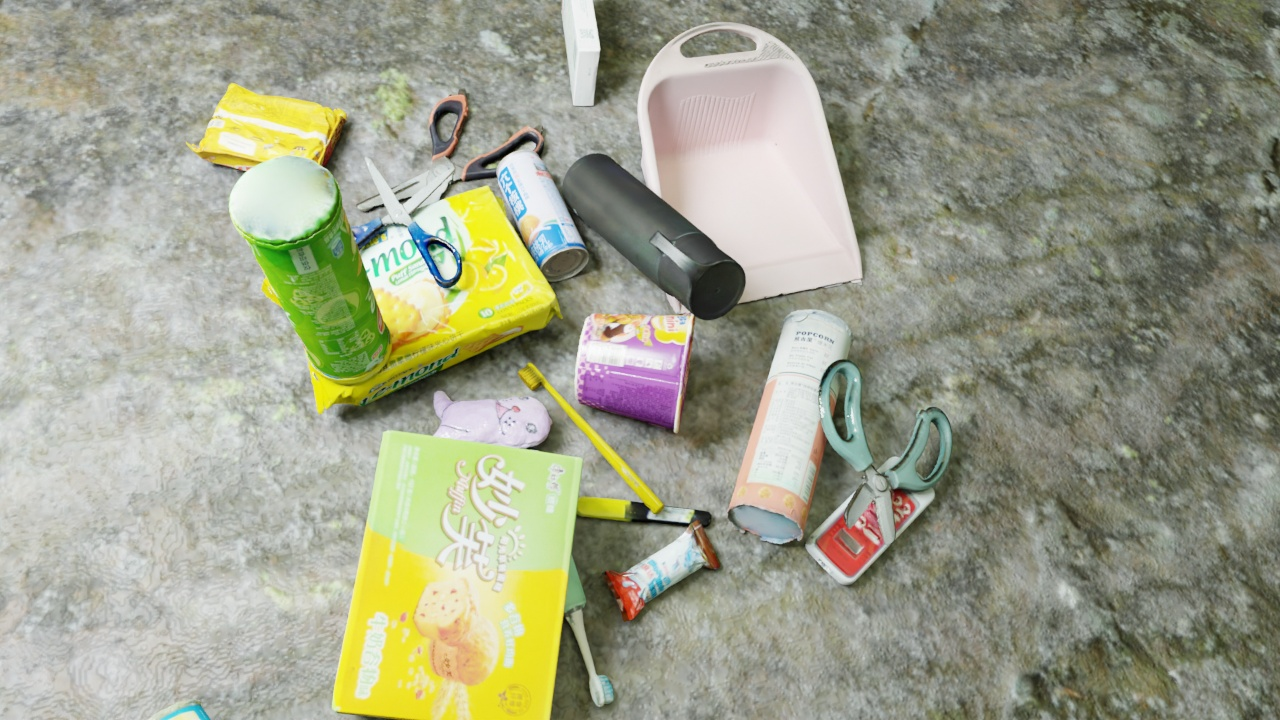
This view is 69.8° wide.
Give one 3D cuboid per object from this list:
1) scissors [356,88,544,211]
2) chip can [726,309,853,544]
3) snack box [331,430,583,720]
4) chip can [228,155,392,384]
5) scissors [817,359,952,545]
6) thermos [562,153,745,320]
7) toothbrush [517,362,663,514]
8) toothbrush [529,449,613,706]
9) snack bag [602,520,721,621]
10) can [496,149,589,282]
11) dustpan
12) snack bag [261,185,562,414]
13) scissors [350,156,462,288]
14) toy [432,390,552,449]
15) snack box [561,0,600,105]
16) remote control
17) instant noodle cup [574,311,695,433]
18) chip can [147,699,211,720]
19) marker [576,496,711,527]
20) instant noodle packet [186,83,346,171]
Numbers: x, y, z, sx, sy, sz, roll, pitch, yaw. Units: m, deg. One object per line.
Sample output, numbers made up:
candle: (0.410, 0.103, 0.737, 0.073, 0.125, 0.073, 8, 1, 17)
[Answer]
scissors: (-0.198, -0.211, 0.976, 0.189, 0.015, 0.226, 2, 61, -8)
chip can: (0.140, 0.057, 0.844, 0.071, 0.071, 0.214, 20, 59, 2)
snack box: (-0.135, 0.169, 0.708, 0.157, 0.070, 0.209, 8, 75, -6)
chip can: (-0.240, -0.060, 0.687, 0.072, 0.222, 0.072, 2, 63, -4)
scissors: (0.231, 0.079, 0.837, 0.180, 0.019, 0.170, -3, 74, -30)
thermos: (0.002, -0.128, 0.865, 0.068, 0.090, 0.242, -47, 44, 2)
toothbrush: (-0.048, 0.070, 0.832, 0.016, 0.016, 0.190, -37, 68, -20)
toothbrush: (-0.066, 0.177, 0.768, 0.027, 0.027, 0.224, 5, 54, -43)
snack bag: (0.019, 0.178, 0.782, 0.104, 0.026, 0.048, -23, 79, -20)
can: (-0.101, -0.148, 0.932, 0.053, 0.053, 0.134, -18, 65, -18)
dustpan: (0.105, -0.204, 0.949, 0.222, 0.139, 0.273, -14, 63, -18)
snack bag: (-0.207, -0.057, 0.855, 0.246, 0.068, 0.158, -24, 67, -20)
scissors: (-0.228, -0.125, 0.843, 0.162, 0.012, 0.173, -26, 67, -19)
toy: (-0.133, 0.055, 0.821, 0.108, 0.039, 0.083, -3, 40, -9)
snack box: (-0.070, -0.378, 1.051, 0.027, 0.085, 0.156, -3, 61, -10)
remote control: (0.211, 0.144, 0.836, 0.135, 0.020, 0.056, -37, 71, -25)
instant noodle cup: (-0.005, 0.005, 0.837, 0.099, 0.112, 0.111, 8, 59, 6)
chip can: (-0.273, 0.334, 0.619, 0.071, 0.071, 0.210, -37, 72, -26)
marker: (0.003, 0.135, 0.812, 0.124, 0.015, 0.018, 7, 54, -9)
instant noodle packet: (-0.381, -0.230, 0.940, 0.128, 0.044, 0.110, 13, 53, -6)
